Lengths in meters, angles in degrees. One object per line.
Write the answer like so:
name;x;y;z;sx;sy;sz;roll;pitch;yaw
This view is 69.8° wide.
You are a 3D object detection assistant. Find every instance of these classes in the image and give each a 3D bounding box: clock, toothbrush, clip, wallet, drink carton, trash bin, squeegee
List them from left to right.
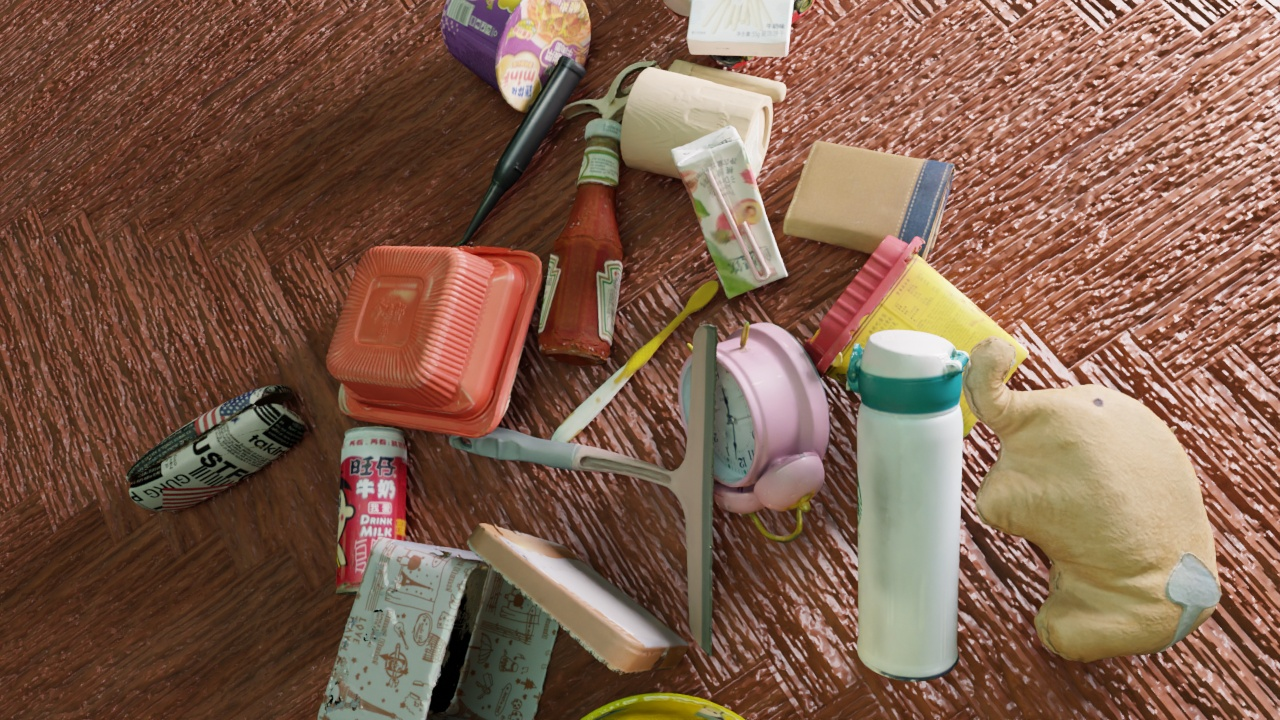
toothbrush;-0.114;-0.172;0.814;0.027;0.026;0.213;34;94;28
squeegee;-0.046;0.079;0.719;0.250;0.040;0.248;8;107;29
trash bin;-0.014;0.325;0.538;0.230;0.255;0.229;-4;74;14
clip;-0.019;-0.224;0.810;0.097;0.034;0.061;-34;70;9
toothbrush;-0.004;0.004;0.753;0.191;0.018;0.016;-45;71;2
drink carton;0.070;-0.112;0.709;0.053;0.122;0.045;-21;29;7
clock;0.082;0.054;0.660;0.059;0.117;0.158;-17;88;-27
wallet;0.181;-0.126;0.730;0.115;0.033;0.090;16;77;20

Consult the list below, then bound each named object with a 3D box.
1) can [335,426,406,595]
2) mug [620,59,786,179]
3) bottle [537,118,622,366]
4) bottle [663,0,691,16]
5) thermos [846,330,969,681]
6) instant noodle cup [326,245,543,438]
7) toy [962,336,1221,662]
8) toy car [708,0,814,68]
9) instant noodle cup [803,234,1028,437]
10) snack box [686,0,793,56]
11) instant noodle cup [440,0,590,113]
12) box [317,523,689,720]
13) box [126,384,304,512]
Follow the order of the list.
can;-0.221;0.124;0.757;0.053;0.053;0.132;-7;73;13
mug;0.055;-0.203;0.767;0.103;0.084;0.124;18;54;17
bottle;-0.043;-0.100;0.763;0.060;0.060;0.206;4;79;16
bottle;0.077;-0.403;0.828;0.080;0.044;0.194;24;83;20
thermos;0.171;0.092;0.596;0.073;0.073;0.224;0;106;15
instant noodle cup;-0.184;-0.028;0.763;0.189;0.079;0.164;4;73;32
toy;0.288;0.080;0.596;0.143;0.083;0.226;-24;87;-15
toy car;0.101;-0.296;0.796;0.106;0.031;0.049;-42;74;-2
instant noodle cup;0.194;-0.009;0.657;0.123;0.116;0.116;37;87;9
snack box;0.090;-0.335;0.776;0.085;0.027;0.156;5;81;11
instant noodle cup;-0.116;-0.291;0.821;0.099;0.111;0.111;34;86;30
box;-0.071;0.200;0.631;0.192;0.183;0.156;12;79;21
box;-0.381;0.066;0.810;0.163;0.075;0.081;-29;60;8
